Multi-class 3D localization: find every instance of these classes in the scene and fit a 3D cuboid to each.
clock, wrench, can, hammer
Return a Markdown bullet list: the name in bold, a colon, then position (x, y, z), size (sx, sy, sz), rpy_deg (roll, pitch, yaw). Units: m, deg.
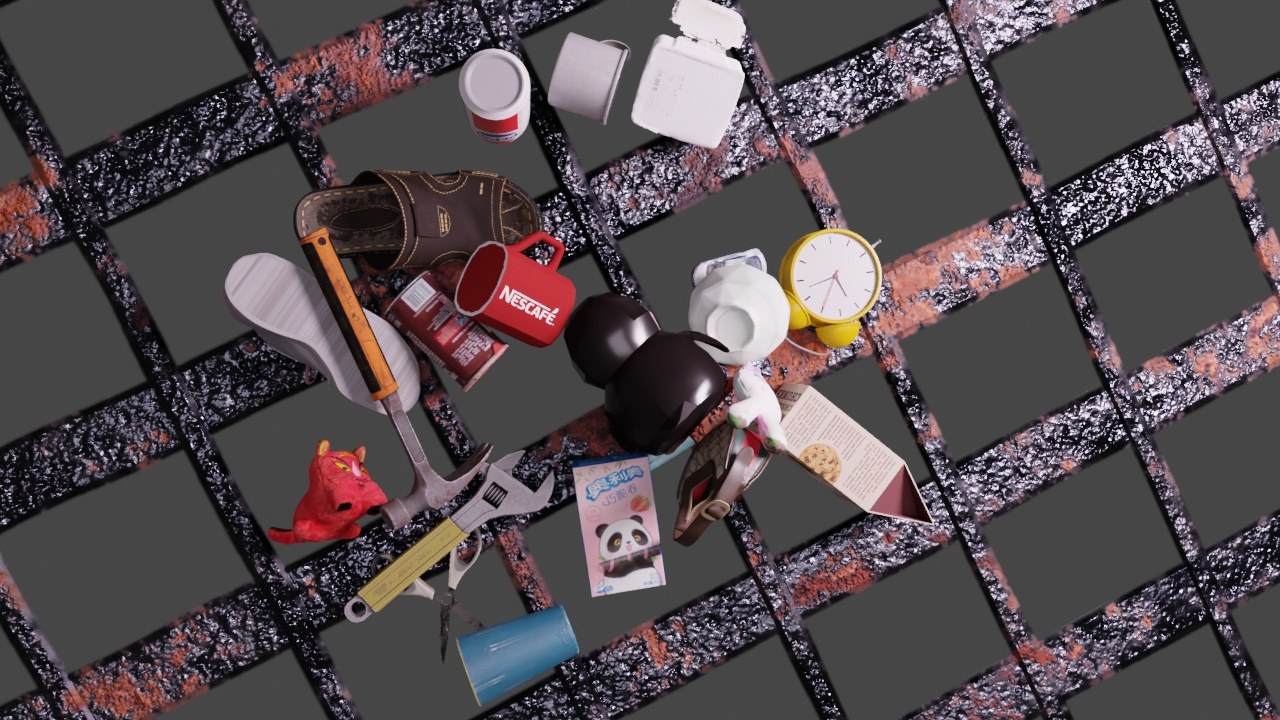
- **clock**: position (0.215, -0.082, 1.059), size (0.113, 0.052, 0.152), rpy_deg (23, 85, -7)
- **wrench**: position (-0.214, 0.198, 1.017), size (0.273, 0.018, 0.083), rpy_deg (-40, 91, -5)
- **can**: position (-0.152, -0.275, 0.967), size (0.070, 0.132, 0.070), rpy_deg (0, 91, -7)
- **hammer**: position (-0.264, 0.008, 0.960), size (0.137, 0.035, 0.314), rpy_deg (-30, 106, -31)

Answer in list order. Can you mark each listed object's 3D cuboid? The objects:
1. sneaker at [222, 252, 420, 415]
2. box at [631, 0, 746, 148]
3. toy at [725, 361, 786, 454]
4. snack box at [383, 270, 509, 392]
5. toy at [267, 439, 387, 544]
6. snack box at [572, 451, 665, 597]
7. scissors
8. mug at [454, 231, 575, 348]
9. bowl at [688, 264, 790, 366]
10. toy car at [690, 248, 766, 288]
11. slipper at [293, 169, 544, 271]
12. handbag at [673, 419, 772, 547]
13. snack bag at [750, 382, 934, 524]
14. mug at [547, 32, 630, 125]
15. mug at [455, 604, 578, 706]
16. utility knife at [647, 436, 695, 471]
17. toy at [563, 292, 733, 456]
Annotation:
- **sneaker**: position (-0.342, -0.026, 0.986), size (0.236, 0.090, 0.099), rpy_deg (43, 72, -27)
- **box**: position (0.060, -0.339, 1.029), size (0.107, 0.131, 0.152), rpy_deg (15, 121, -9)
- **toy**: position (0.123, 0.043, 0.968), size (0.038, 0.122, 0.079), rpy_deg (-38, 115, 26)
- **snack box**: position (-0.210, -0.032, 0.999), size (0.121, 0.072, 0.072), rpy_deg (43, 86, -5)
- **toy**: position (-0.347, 0.151, 1.002), size (0.133, 0.088, 0.094), rpy_deg (-34, 63, 13)
- **snack box**: position (-0.024, 0.184, 1.039), size (0.088, 0.033, 0.154), rpy_deg (-9, 98, -4)
- **scissors**: position (-0.228, 0.255, 1.034), size (0.157, 0.012, 0.171), rpy_deg (16, 90, -6)
- **mug**: position (-0.127, -0.084, 0.983), size (0.096, 0.080, 0.116), rpy_deg (26, 86, -41)
- **bowl**: position (0.105, -0.044, 1.018), size (0.117, 0.061, 0.117), rpy_deg (5, 110, 14)
- **toy car**: position (0.103, -0.102, 1.056), size (0.089, 0.027, 0.039), rpy_deg (-16, 95, -6)
- **slipper**: position (-0.239, -0.152, 0.989), size (0.267, 0.076, 0.113), rpy_deg (-1, 92, -7)
- **handbag**: position (0.080, 0.137, 0.988), size (0.063, 0.167, 0.138), rpy_deg (29, 67, -6)
- **snack bag**: position (0.236, 0.116, 1.044), size (0.206, 0.094, 0.070), rpy_deg (38, 87, -6)
- **mug**: position (-0.054, -0.320, 1.011), size (0.070, 0.084, 0.113), rpy_deg (18, 55, -5)
- **mug**: position (-0.134, 0.321, 1.016), size (0.121, 0.078, 0.078), rpy_deg (-19, 94, -14)
- **utility knife**: position (-0.001, 0.125, 1.058), size (0.141, 0.015, 0.022), rpy_deg (-33, 97, -2)
- **toy**: position (-0.006, 0.006, 0.982), size (0.184, 0.140, 0.159), rpy_deg (44, 103, 8)
